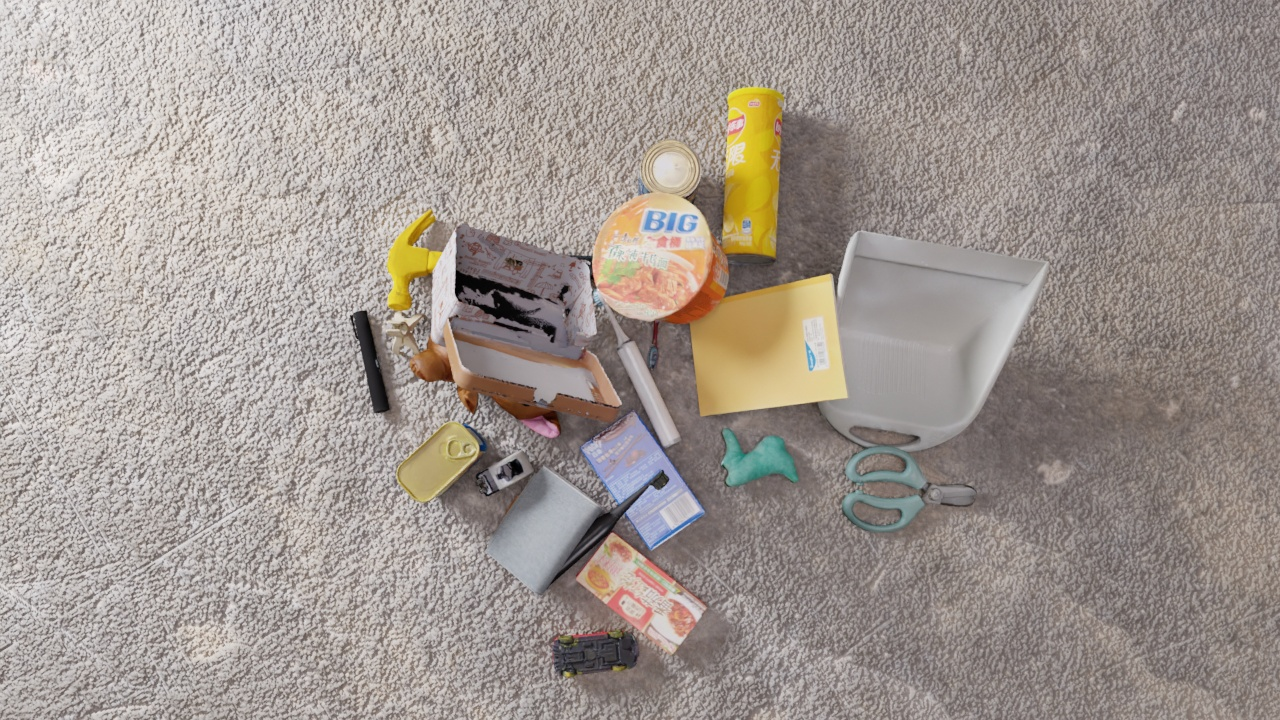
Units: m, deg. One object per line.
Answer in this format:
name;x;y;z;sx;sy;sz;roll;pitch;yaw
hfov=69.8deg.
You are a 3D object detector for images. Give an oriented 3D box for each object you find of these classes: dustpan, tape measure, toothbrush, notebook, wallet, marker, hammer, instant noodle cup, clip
dustpan;0.323;-0.004;1.083;0.223;0.258;0.142;9;62;0
tape measure;-0.166;0.138;1.127;0.066;0.066;0.033;-28;91;-1
toothbrush;0.023;-0.081;1.170;0.016;0.017;0.187;6;86;-1
notebook;0.148;-0.014;1.105;0.207;0.010;0.146;-11;84;39
toothbrush;-0.007;0.007;1.158;0.026;0.026;0.221;-29;85;42
toothbrush;-0.048;0.207;1.125;0.213;0.026;0.027;-41;86;6
wallet;-0.121;0.205;1.129;0.106;0.037;0.129;33;85;27
marker;-0.342;0.002;1.159;0.022;0.020;0.132;-13;85;-13
hammer;-0.166;-0.122;1.157;0.300;0.033;0.128;2;75;-3
instant noodle cup;0.033;-0.112;1.100;0.152;0.111;0.151;-4;80;23
clip;-0.290;-0.025;1.132;0.035;0.101;0.096;4;112;-2

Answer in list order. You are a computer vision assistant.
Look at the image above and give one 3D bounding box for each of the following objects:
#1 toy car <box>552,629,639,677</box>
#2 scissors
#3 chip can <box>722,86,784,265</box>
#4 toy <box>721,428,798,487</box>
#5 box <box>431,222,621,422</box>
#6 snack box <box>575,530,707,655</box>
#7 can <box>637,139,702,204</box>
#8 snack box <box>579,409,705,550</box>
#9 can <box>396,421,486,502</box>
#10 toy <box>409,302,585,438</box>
toy car;-0.055;0.359;1.128;0.106;0.031;0.049;-7;86;0
scissors;0.338;0.144;1.150;0.185;0.019;0.129;-14;95;-2
chip can;0.140;-0.230;1.157;0.072;0.072;0.213;4;86;0
toy;0.142;0.123;1.151;0.092;0.030;0.096;-22;80;-4
box;-0.132;-0.028;1.010;0.178;0.103;0.260;14;43;-26
snack box;0.001;0.287;1.138;0.153;0.025;0.075;38;86;2
can;0.035;-0.221;1.134;0.075;0.111;0.075;0;85;-1
snack box;0.002;0.149;1.147;0.084;0.026;0.157;-35;87;-2
can;-0.239;0.123;1.119;0.102;0.083;0.057;-43;88;-4
toy;-0.165;0.005;1.116;0.199;0.130;0.140;29;88;-8
